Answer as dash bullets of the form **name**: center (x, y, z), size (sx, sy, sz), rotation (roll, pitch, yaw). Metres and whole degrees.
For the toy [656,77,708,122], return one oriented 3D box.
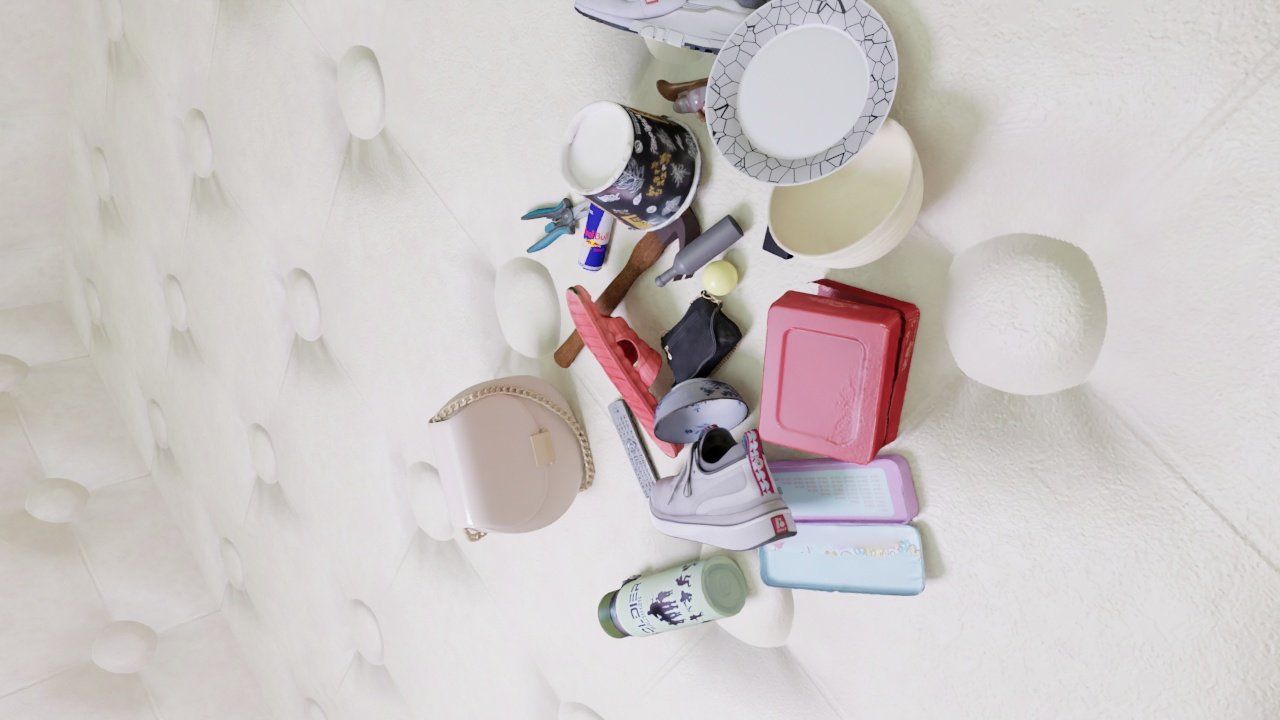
- **toy**: center (0.066, -0.286, 0.996), size (0.102, 0.041, 0.054), rotation (-1, 79, 37)

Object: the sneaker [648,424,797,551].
- **sneaker**: center (0.076, 0.136, 1.051), size (0.263, 0.096, 0.128), rotation (-6, 94, 65)

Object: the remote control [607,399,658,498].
- **remote control**: center (-0.007, 0.117, 1.217), size (0.033, 0.013, 0.136), rotation (-27, 83, 46)

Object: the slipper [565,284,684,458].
- **slipper**: center (-0.007, 0.007, 1.129), size (0.249, 0.059, 0.103), rotation (58, 167, -10)

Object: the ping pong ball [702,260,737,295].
- **ping pong ball**: center (0.089, -0.093, 1.034), size (0.040, 0.040, 0.040), rotation (16, 114, 41)

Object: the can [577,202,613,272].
- **can**: center (-0.056, -0.159, 1.164), size (0.032, 0.032, 0.095), rotation (36, 126, 32)

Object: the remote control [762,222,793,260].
- **remote control**: center (0.160, -0.180, 0.955), size (0.034, 0.013, 0.150), rotation (31, 124, 35)

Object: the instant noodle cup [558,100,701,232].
- **instant noodle cup**: center (-0.020, -0.222, 1.023), size (0.137, 0.112, 0.137), rotation (-6, 80, 37)

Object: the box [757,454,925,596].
- **box**: center (0.207, 0.181, 1.009), size (0.215, 0.034, 0.151), rotation (-10, 88, 46)

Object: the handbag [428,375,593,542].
- **handbag**: center (-0.182, 0.130, 1.257), size (0.104, 0.208, 0.210), rotation (-10, 94, 47)

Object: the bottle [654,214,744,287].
- **bottle**: center (0.062, -0.118, 1.030), size (0.113, 0.030, 0.030), rotation (-35, 76, 21)

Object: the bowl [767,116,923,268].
- **bowl**: center (0.202, -0.146, 0.861), size (0.151, 0.075, 0.150), rotation (-24, 51, 35)

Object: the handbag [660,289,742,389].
- **handbag**: center (0.065, -0.024, 1.073), size (0.079, 0.054, 0.129), rotation (59, 137, 19)

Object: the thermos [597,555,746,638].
- **thermos**: center (0.032, 0.311, 1.197), size (0.232, 0.082, 0.082), rotation (-31, 80, 46)

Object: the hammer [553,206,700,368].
- **hammer**: center (-0.029, -0.087, 1.163), size (0.115, 0.033, 0.324), rotation (58, 135, 17)

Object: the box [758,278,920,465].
- **box**: center (0.194, 0.012, 0.917), size (0.134, 0.110, 0.158), rotation (18, 115, 35)

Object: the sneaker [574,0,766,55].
- **sneaker**: center (0.041, -0.400, 0.962), size (0.240, 0.088, 0.124), rotation (27, 117, 27)

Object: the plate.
- **plate**: center (0.150, -0.256, 0.870), size (0.189, 0.016, 0.188), rotation (-4, 83, 29)

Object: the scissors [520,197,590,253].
- **scissors**: center (-0.114, -0.182, 1.225), size (0.123, 0.019, 0.148), rotation (49, 126, 28)

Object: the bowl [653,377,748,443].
- **bowl**: center (0.066, 0.052, 1.066), size (0.115, 0.114, 0.045), rotation (-43, 51, 44)
